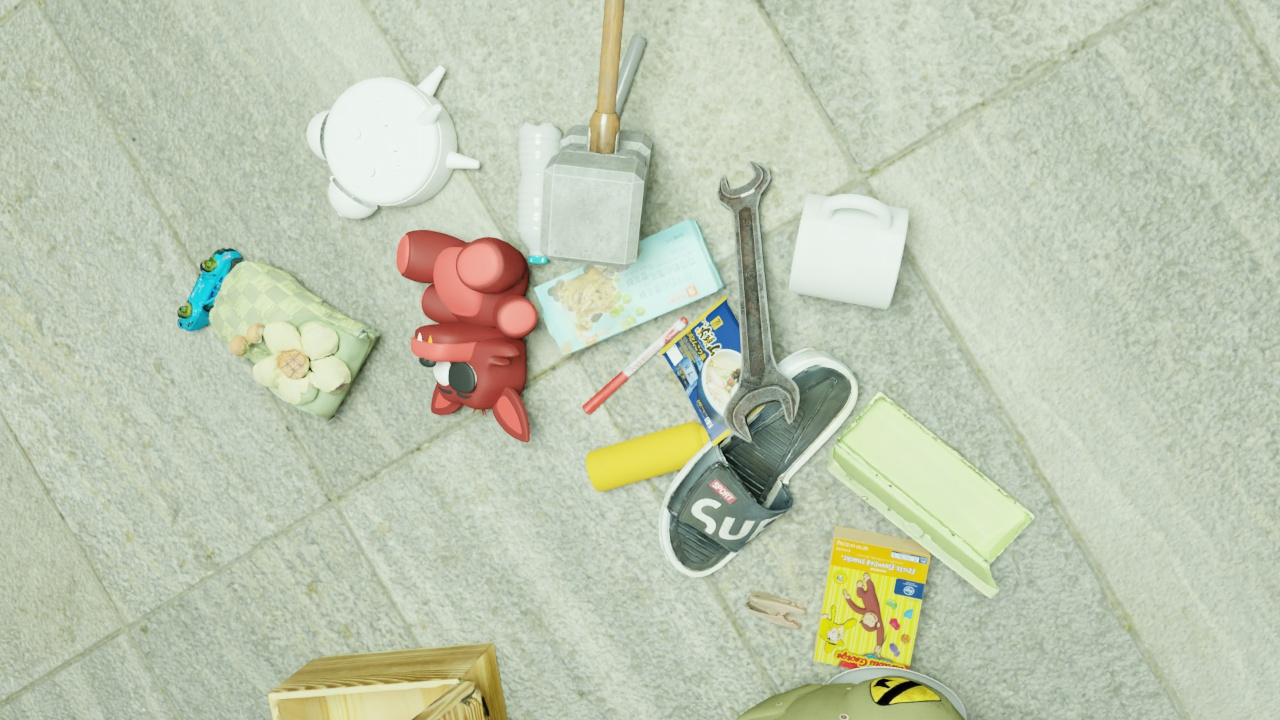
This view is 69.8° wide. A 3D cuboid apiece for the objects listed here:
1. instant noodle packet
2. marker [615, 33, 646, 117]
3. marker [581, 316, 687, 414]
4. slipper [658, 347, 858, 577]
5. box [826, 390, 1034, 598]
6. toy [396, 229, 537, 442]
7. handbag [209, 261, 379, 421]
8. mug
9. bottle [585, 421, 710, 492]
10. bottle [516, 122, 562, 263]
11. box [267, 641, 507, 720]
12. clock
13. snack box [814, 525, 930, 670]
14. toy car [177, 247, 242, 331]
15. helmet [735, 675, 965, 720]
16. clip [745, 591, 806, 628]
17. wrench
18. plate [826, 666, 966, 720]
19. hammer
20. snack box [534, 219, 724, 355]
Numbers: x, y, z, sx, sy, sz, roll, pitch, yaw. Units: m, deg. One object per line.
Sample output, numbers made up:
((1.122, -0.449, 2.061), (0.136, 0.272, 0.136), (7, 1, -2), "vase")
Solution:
((0.075, 0.007, 0.873), (0.087, 0.026, 0.134), (-41, 47, 14), "instant noodle packet")
((-0.025, -0.249, 0.900), (0.016, 0.016, 0.140), (23, 101, 9), "marker")
((-0.006, 0.005, 0.930), (0.142, 0.012, 0.013), (-42, 87, 14), "marker")
((0.111, 0.108, 0.874), (0.111, 0.063, 0.264), (34, 101, -23), "slipper")
((0.271, 0.118, 0.849), (0.188, 0.098, 0.082), (38, 103, 3), "box")
((-0.169, -0.028, 0.909), (0.159, 0.120, 0.197), (11, 105, 37), "toy")
((-0.374, -0.021, 0.954), (0.186, 0.116, 0.113), (33, 102, 5), "handbag")
((0.187, -0.106, 0.819), (0.090, 0.121, 0.090), (11, 64, 11), "mug")
((0.019, 0.093, 0.919), (0.144, 0.043, 0.043), (-18, 93, 14), "bottle")
((-0.101, -0.165, 0.913), (0.044, 0.044, 0.136), (4, 98, 12), "bottle")
((-0.248, 0.470, 0.882), (0.287, 0.336, 0.279), (-9, 93, 11), "box")
((-0.257, -0.219, 0.926), (0.161, 0.072, 0.125), (-20, 92, 14), "clock")
((0.224, 0.235, 0.892), (0.088, 0.040, 0.126), (9, 99, 11), "snack box")
((-0.468, -0.074, 1.005), (0.032, 0.048, 0.105), (34, 101, 3), "toy car")
((0.186, 0.390, 0.799), (0.233, 0.255, 0.250), (2, 96, 9), "helmet")
((0.137, 0.248, 0.922), (0.049, 0.025, 0.061), (-40, 89, 13), "clip")
((0.103, -0.059, 0.843), (0.070, 0.010, 0.273), (-9, 71, 21), "wrench")
((0.245, 0.334, 0.890), (0.135, 0.011, 0.135), (9, 129, 11), "plate")
((-0.025, -0.256, 0.774), (0.083, 0.162, 0.318), (7, 117, 0), "hammer")
((-0.010, -0.071, 0.901), (0.175, 0.053, 0.075), (-22, 93, 15), "snack box")
